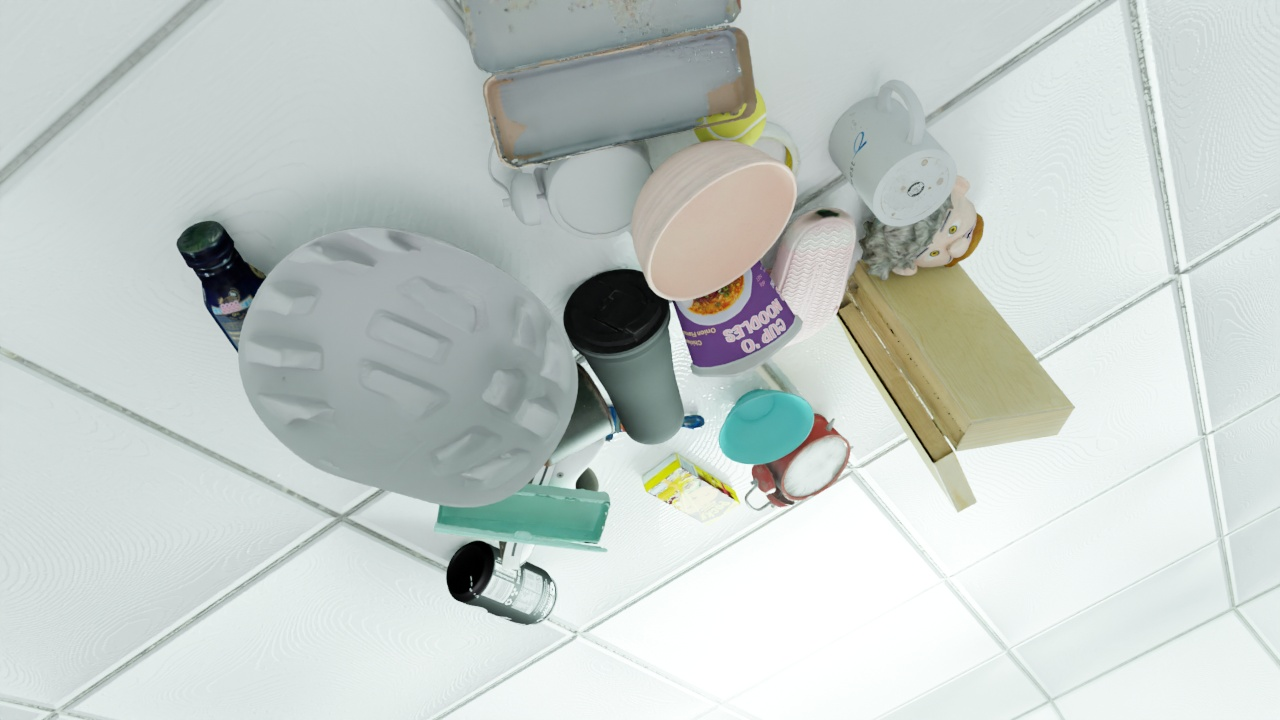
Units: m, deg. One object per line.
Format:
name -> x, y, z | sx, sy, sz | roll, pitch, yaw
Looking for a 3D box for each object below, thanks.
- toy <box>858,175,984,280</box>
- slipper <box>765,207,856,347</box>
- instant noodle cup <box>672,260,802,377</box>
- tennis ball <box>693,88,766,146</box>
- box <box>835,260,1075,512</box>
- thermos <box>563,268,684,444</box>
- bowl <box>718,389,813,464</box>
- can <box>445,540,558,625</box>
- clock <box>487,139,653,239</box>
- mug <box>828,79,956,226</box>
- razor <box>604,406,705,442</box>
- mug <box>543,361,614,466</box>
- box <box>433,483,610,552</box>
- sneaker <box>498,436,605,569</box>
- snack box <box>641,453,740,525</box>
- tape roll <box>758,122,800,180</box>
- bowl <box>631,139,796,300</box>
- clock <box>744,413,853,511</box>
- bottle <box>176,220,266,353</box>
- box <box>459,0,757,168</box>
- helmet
toy -> 0.311, -0.136, 0.977 | 0.175, 0.076, 0.133 | 4, 133, -36
slipper -> 0.169, -0.082, 0.984 | 0.106, 0.055, 0.222 | -9, 146, -16
instant noodle cup -> 0.079, -0.064, 0.897 | 0.122, 0.136, 0.122 | -23, 107, 14
tennis ball -> 0.077, -0.214, 0.802 | 0.065, 0.065, 0.065 | -12, 137, -11
box -> 0.311, 0.012, 0.996 | 0.141, 0.248, 0.185 | 11, 128, -30
thermos -> -0.006, 0.006, 0.974 | 0.106, 0.105, 0.219 | -21, 143, -1
bowl -> 0.149, 0.070, 1.134 | 0.121, 0.046, 0.121 | -8, 132, -10
can -> -0.180, 0.295, 1.207 | 0.080, 0.080, 0.146 | -36, 136, 15
clock -> -0.056, -0.167, 0.805 | 0.159, 0.061, 0.120 | 14, 126, -27
mug -> 0.236, -0.202, 0.857 | 0.083, 0.096, 0.120 | -13, 137, -10
razor -> 0.014, 0.076, 1.108 | 0.140, 0.018, 0.044 | 2, 97, -26
mug -> -0.087, 0.045, 0.939 | 0.081, 0.085, 0.111 | -29, 118, -15
box -> -0.128, 0.185, 0.991 | 0.188, 0.079, 0.078 | 9, 126, -11
sneaker -> -0.103, 0.153, 1.084 | 0.097, 0.091, 0.246 | 10, 124, -22
snack box -> 0.069, 0.175, 1.228 | 0.061, 0.025, 0.149 | -38, 136, 18
tape roll -> 0.107, -0.183, 0.881 | 0.094, 0.019, 0.094 | -11, 137, -11
bowl -> 0.051, -0.131, 0.787 | 0.152, 0.076, 0.153 | -26, 150, -17
clock -> 0.199, 0.137, 1.211 | 0.157, 0.062, 0.110 | -41, 136, 1
bottle -> -0.347, -0.049, 0.802 | 0.056, 0.056, 0.161 | -18, 138, -5
box -> -0.022, -0.244, 0.717 | 0.216, 0.043, 0.151 | -15, 114, -8
helmet -> -0.205, 0.002, 0.810 | 0.282, 0.184, 0.224 | 18, 96, -38
